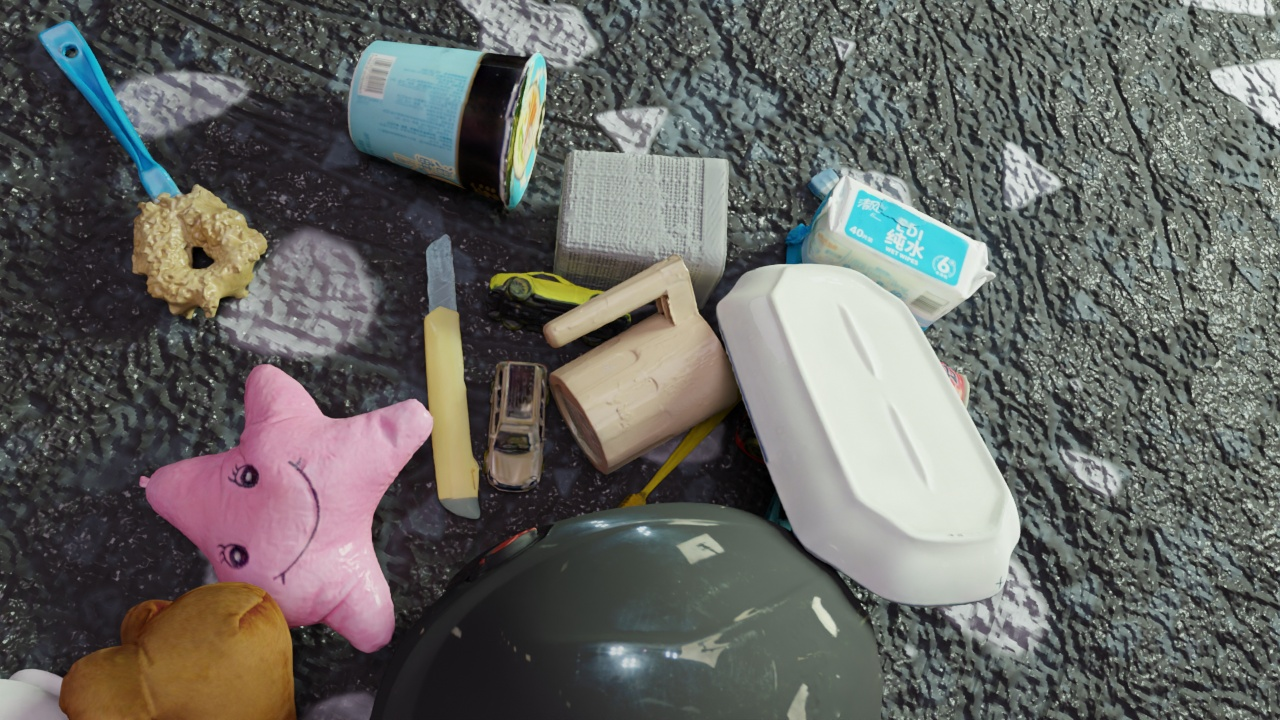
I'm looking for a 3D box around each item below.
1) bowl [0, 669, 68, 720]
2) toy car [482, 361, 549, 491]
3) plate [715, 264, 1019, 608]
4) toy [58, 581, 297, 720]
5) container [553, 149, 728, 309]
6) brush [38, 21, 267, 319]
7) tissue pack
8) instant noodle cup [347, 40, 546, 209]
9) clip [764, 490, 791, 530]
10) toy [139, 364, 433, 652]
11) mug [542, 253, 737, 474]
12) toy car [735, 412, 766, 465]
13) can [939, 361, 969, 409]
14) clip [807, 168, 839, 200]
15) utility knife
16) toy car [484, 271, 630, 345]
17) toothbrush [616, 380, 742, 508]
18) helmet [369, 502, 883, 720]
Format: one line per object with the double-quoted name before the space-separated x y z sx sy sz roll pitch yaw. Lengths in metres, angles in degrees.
"bowl" -0.346 0.212 0.505 0.118 0.118 0.064 22 31 -4
"toy car" -0.085 0.045 0.632 0.042 0.035 0.090 5 75 -9
"plate" 0.146 0.027 0.580 0.162 0.034 0.265 3 49 -21
"toy" -0.219 0.223 0.486 0.130 0.140 0.199 -30 98 -7
"container" -0.002 -0.095 0.663 0.114 0.090 0.090 5 72 -7
"brush" -0.346 -0.137 0.637 0.083 0.046 0.254 -34 78 -15
"tissue pack" 0.184 -0.076 0.693 0.140 0.090 0.063 26 67 -2
"instant noodle cup" -0.139 -0.176 0.659 0.120 0.111 0.111 13 71 2
"clip" 0.100 0.116 0.658 0.040 0.014 0.056 31 70 -1
"toy" -0.226 0.101 0.566 0.178 0.074 0.194 10 83 6
"mug" -0.004 0.004 0.620 0.103 0.125 0.084 -29 38 -16
"toy car" 0.120 0.070 0.665 0.106 0.031 0.049 33 64 6
"can" 0.184 0.022 0.675 0.094 0.067 0.066 21 70 -4
"clip" 0.161 -0.129 0.743 0.025 0.033 0.057 -30 78 -20
"utility knife" -0.134 0.008 0.641 0.031 0.021 0.207 -4 81 -16
"toy car" -0.058 -0.040 0.657 0.105 0.048 0.032 12 60 -7
"toothbrush" 0.046 0.049 0.666 0.015 0.017 0.189 43 70 3
"helmet" -0.003 0.194 0.501 0.274 0.231 0.233 -7 70 -54
